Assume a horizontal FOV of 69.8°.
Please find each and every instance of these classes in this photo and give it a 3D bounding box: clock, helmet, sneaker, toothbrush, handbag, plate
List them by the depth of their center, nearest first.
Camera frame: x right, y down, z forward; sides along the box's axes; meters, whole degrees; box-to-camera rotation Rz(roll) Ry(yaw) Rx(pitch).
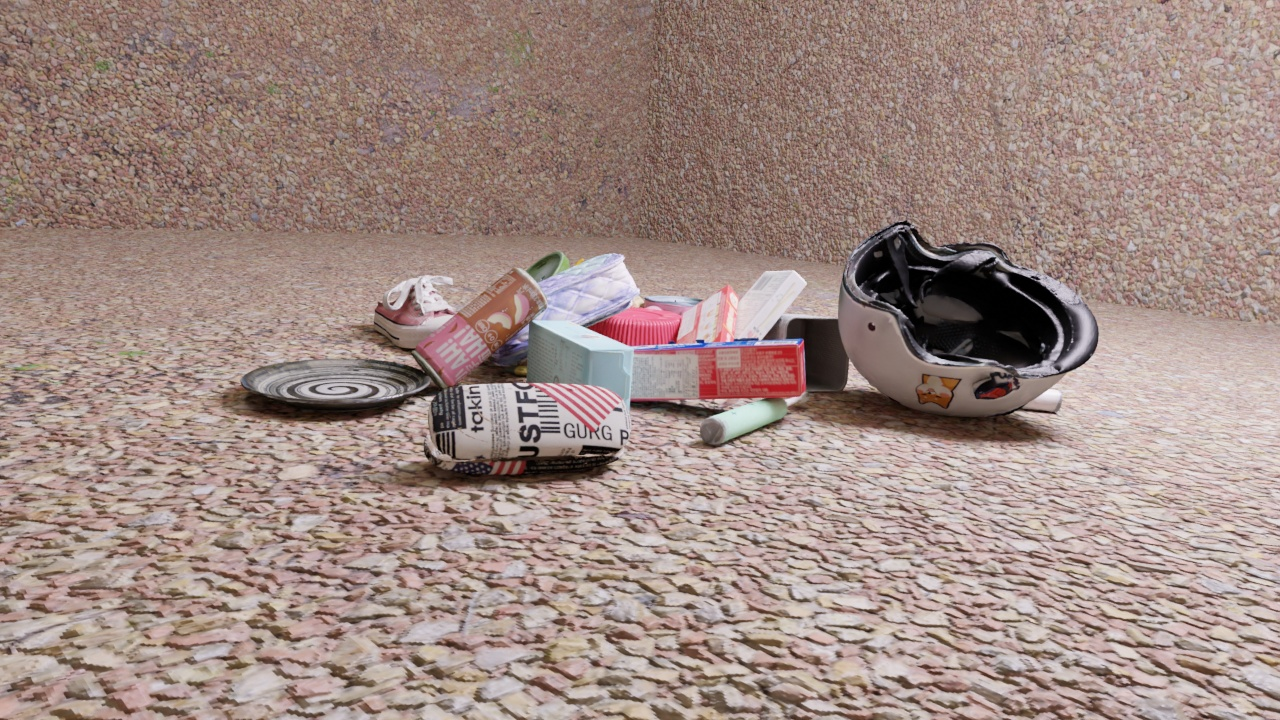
[{"bbox_3d":[-0.298,0.027,0.908,0.179,0.024,0.179,3,13,-1],"label":"plate"},{"bbox_3d":[0.124,0.052,0.928,0.027,0.026,0.224,5,10,33],"label":"toothbrush"},{"bbox_3d":[0.346,-0.024,1.038,0.274,0.157,0.229,16,44,1],"label":"helmet"},{"bbox_3d":[-0.103,-0.061,1.101,0.193,0.075,0.134,-25,12,-15],"label":"handbag"},{"bbox_3d":[0.388,0.037,1.104,0.221,0.026,0.026,6,-29,8],"label":"toothbrush"},{"bbox_3d":[-0.293,-0.068,1.223,0.118,0.088,0.241,-3,12,-35],"label":"sneaker"},{"bbox_3d":[-0.137,-0.080,1.259,0.116,0.056,0.160,-26,29,34],"label":"clock"},{"bbox_3d":[0.057,-0.061,1.398,0.117,0.060,0.158,8,10,13],"label":"clock"}]

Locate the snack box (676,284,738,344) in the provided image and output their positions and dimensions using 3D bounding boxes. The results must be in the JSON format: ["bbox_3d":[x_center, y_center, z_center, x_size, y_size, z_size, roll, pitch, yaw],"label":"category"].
[{"bbox_3d":[0.079,-0.032,1.112,0.075,0.025,0.152,-32,21,25],"label":"snack box"}]

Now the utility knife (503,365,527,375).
[{"bbox_3d":[-0.052,0.019,1.050,0.221,0.022,0.030,1,10,18],"label":"utility knife"}]

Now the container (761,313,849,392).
[{"bbox_3d":[0.192,-0.014,1.142,0.090,0.090,0.114,1,8,-18],"label":"container"}]

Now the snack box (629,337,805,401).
[{"bbox_3d":[0.066,0.009,0.961,0.208,0.058,0.057,-2,7,16],"label":"snack box"}]

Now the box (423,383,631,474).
[{"bbox_3d":[-0.091,0.067,0.735,0.163,0.083,0.075,0,52,-24],"label":"box"}]

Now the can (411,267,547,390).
[{"bbox_3d":[-0.169,-0.034,0.977,0.147,0.058,0.058,-41,28,-15],"label":"can"}]

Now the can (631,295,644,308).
[{"bbox_3d":[-0.028,-0.071,1.415,0.058,0.058,0.116,7,11,12],"label":"can"}]

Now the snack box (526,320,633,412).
[{"bbox_3d":[-0.067,0.008,0.956,0.051,0.074,0.175,-1,12,-27],"label":"snack box"}]

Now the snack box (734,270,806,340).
[{"bbox_3d":[0.130,-0.045,1.124,0.027,0.156,0.085,42,-8,-16],"label":"snack box"}]

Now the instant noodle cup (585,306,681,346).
[{"bbox_3d":[-0.009,-0.031,1.205,0.194,0.066,0.193,5,11,-1],"label":"instant noodle cup"}]
